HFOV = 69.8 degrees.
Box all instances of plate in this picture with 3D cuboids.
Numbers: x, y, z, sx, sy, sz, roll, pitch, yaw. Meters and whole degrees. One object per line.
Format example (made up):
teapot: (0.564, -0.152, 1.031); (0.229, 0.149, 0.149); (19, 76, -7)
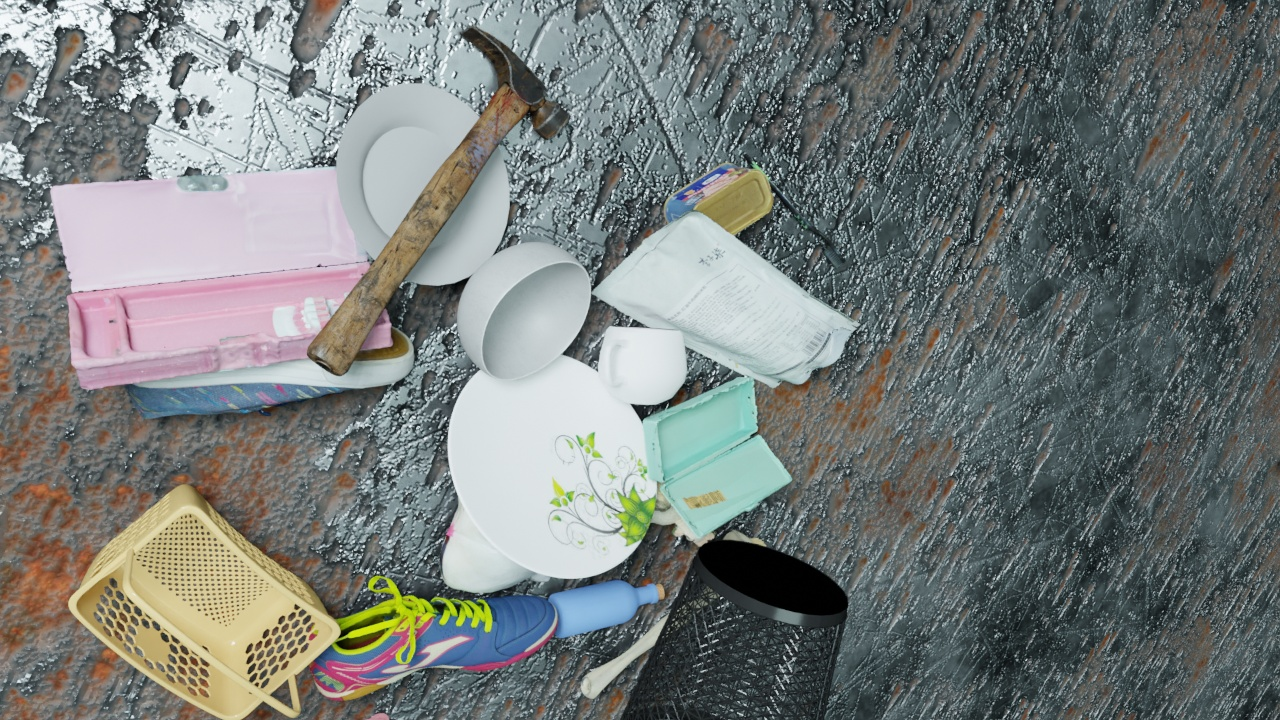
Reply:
plate: (-0.086, 0.101, 0.895); (0.229, 0.030, 0.229); (18, 57, -29)
plate: (-0.190, -0.152, 0.803); (0.172, 0.019, 0.173); (0, 91, -45)

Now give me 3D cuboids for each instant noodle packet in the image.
instant noodle packet: (0.097, -0.057, 0.964); (0.269, 0.057, 0.147); (28, 128, -32)

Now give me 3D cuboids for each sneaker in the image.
sneaker: (-0.199, 0.262, 0.895); (0.241, 0.116, 0.091); (-10, 120, -17)
sneaker: (-0.317, 0.009, 0.790); (0.235, 0.087, 0.079); (-1, 125, -21)

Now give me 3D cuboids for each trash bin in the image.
trash bin: (0.103, 0.337, 0.971); (0.216, 0.217, 0.243); (10, 102, -29)

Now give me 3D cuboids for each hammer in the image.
hammer: (-0.178, -0.133, 0.765); (0.120, 0.033, 0.329); (42, 62, -28)

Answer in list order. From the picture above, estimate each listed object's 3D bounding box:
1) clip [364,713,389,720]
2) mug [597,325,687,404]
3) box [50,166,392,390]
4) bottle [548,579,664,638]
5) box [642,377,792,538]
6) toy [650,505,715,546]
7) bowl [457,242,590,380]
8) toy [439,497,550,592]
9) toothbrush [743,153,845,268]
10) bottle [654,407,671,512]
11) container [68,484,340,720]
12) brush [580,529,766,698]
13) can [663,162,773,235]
clip: (-0.286, 0.390, 0.948); (0.059, 0.023, 0.041); (-3, 111, -20)
mug: (-0.005, 0.005, 0.917); (0.123, 0.090, 0.076); (-3, 98, -63)
box: (-0.333, -0.065, 0.745); (0.232, 0.075, 0.172); (-8, 74, -25)
bottle: (-0.034, 0.270, 1.020); (0.131, 0.048, 0.048); (-7, 108, -25)
box: (0.082, 0.099, 0.975); (0.186, 0.056, 0.138); (-18, 90, -49)
toy: (0.041, 0.151, 1.017); (0.087, 0.050, 0.112); (-24, 93, -19)
bowl: (-0.115, -0.053, 0.855); (0.131, 0.064, 0.132); (-35, 148, -26)
toy: (-0.099, 0.173, 0.940); (0.209, 0.085, 0.138); (-2, 107, -31)
toothbrush: (0.170, -0.162, 1.008); (0.188, 0.014, 0.017); (40, 94, -30)
bottle: (0.030, 0.106, 0.985); (0.042, 0.043, 0.109); (31, 68, -31)
container: (-0.362, 0.213, 0.769); (0.129, 0.167, 0.183); (-42, 120, -10)
brush: (0.041, 0.299, 1.068); (0.272, 0.062, 0.077); (-39, 114, -6)
can: (0.081, -0.159, 0.938); (0.099, 0.059, 0.054); (-34, 117, -14)
